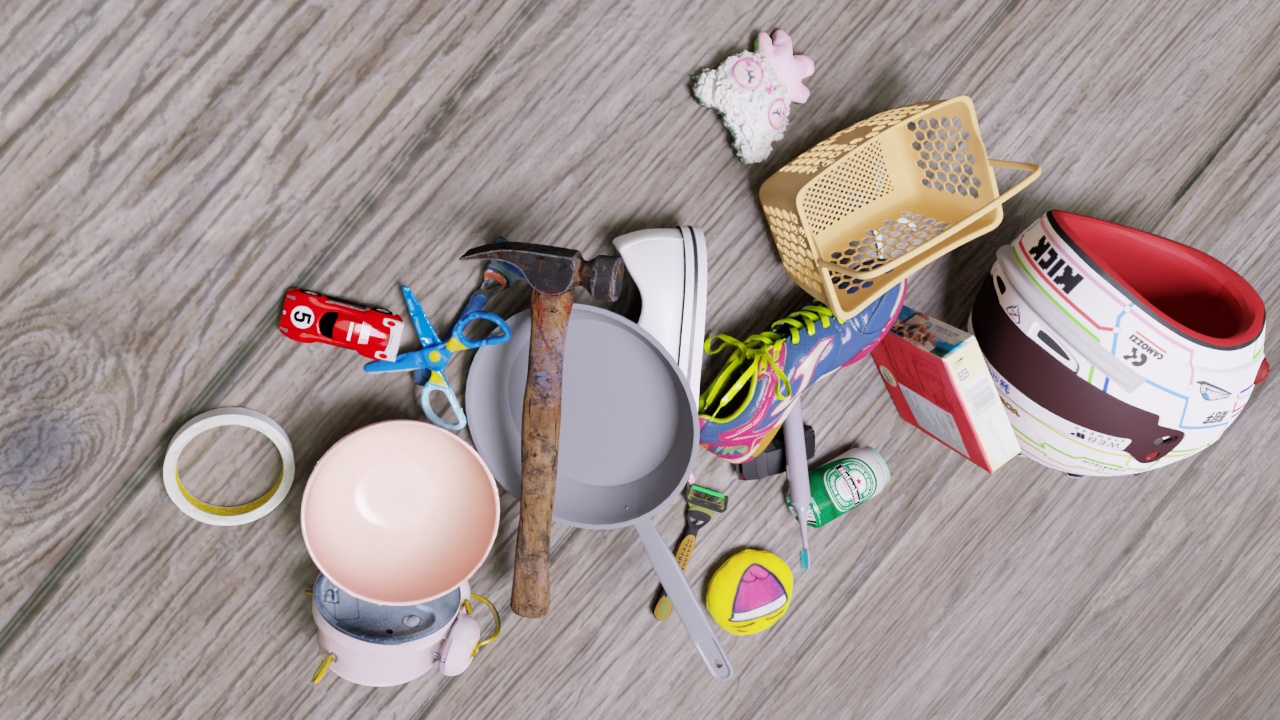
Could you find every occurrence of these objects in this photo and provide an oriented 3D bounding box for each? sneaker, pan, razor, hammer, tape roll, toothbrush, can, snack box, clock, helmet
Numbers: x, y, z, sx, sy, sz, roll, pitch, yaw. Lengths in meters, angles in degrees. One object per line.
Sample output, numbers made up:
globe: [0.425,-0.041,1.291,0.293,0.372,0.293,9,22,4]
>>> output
sneaker: [-0.005,0.004,0.792,0.097,0.091,0.246,2,110,-11]
pan: [-0.009,0.112,0.769,0.201,0.050,0.356,-26,101,24]
sneaker: [0.138,-0.010,0.826,0.242,0.116,0.091,-47,128,5]
razor: [0.042,0.193,0.908,0.044,0.021,0.144,19,99,-9]
hammer: [-0.089,0.067,0.739,0.120,0.033,0.331,10,114,9]
tape roll: [-0.321,0.083,0.719,0.094,0.019,0.094,-7,110,-20]
toothbrush: [0.149,0.102,0.873,0.019,0.018,0.187,2,77,-26]
can: [0.200,0.129,0.934,0.101,0.053,0.053,-27,115,-12]
snack box: [0.282,0.020,0.881,0.040,0.145,0.142,-35,117,-6]
razor: [-0.143,-0.037,0.755,0.044,0.018,0.141,37,94,-26]
clock: [-0.194,0.212,0.764,0.157,0.116,0.059,3,116,-24]
helmet: [0.438,-0.002,0.890,0.314,0.230,0.237,5,132,-29]

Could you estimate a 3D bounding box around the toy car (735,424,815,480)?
toy car: [0.136,0.091,0.904,0.091,0.036,0.042,-14,112,-18]

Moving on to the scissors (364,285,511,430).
scissors: [-0.162,-0.001,0.740,0.125,0.013,0.130,-10,102,7]

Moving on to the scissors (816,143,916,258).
scissors: [0.213,-0.149,0.871,0.118,0.014,0.129,-23,117,-18]

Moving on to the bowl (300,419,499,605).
bowl: [-0.195,0.114,0.745,0.153,0.076,0.153,-3,99,-16]

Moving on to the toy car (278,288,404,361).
toy car: [-0.231,-0.027,0.711,0.089,0.025,0.038,14,101,-17]

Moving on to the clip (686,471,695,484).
clip: [0.040,0.098,0.875,0.045,0.023,0.060,4,107,-29]

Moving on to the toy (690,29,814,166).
toy: [0.105,-0.233,0.783,0.108,0.041,0.095,-47,117,-9]

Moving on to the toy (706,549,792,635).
toy: [0.112,0.238,0.941,0.095,0.041,0.094,-14,108,-15]

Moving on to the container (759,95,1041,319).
container: [0.214,-0.132,0.771,0.183,0.167,0.129,-31,117,-12]
